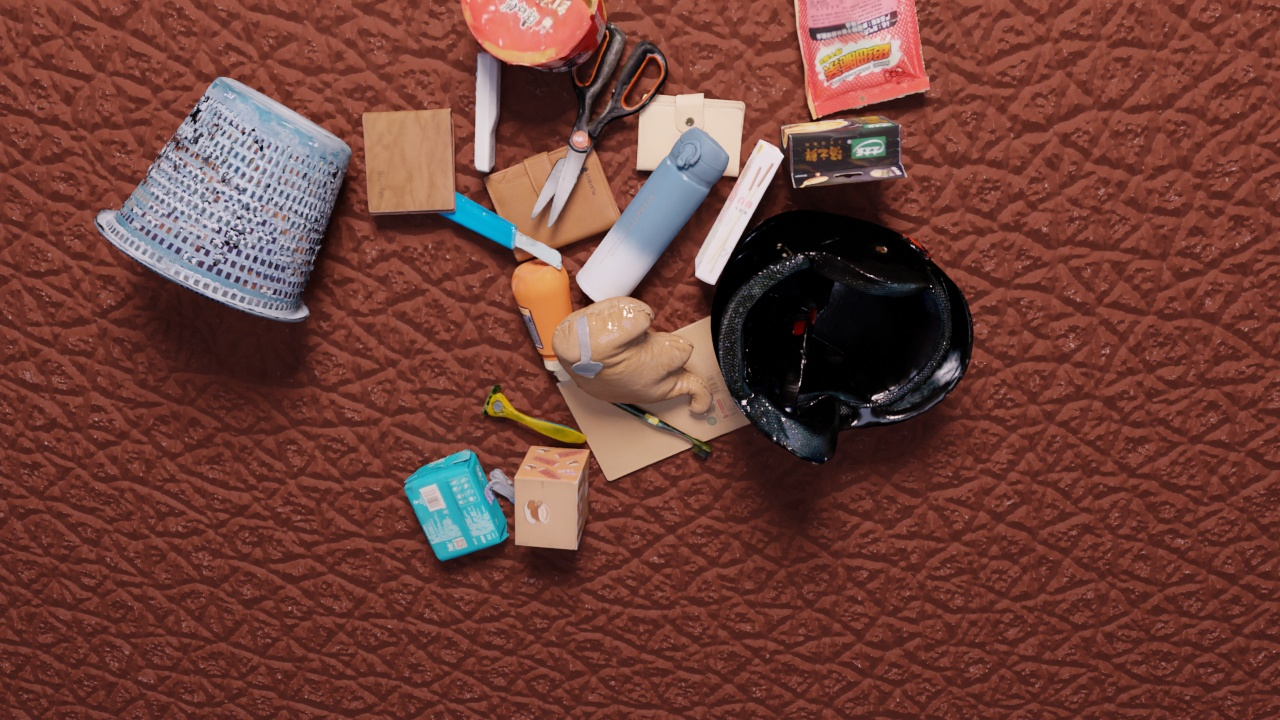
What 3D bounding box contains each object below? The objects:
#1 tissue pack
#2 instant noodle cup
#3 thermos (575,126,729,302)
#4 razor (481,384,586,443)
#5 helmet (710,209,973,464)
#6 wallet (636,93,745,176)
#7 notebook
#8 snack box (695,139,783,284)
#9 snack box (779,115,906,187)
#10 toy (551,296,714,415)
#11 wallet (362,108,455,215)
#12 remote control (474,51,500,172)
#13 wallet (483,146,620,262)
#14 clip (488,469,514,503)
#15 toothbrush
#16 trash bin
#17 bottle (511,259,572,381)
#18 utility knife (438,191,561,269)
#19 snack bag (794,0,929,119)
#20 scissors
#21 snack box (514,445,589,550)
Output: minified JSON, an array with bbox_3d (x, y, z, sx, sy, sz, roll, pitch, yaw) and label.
[{"bbox_3d":[-0.232,0.188,1.165,0.093,0.050,0.133,-18,108,7],"label":"tissue pack"},{"bbox_3d":[-0.098,-0.355,0.925,0.138,0.108,0.138,1,95,10],"label":"instant noodle cup"},{"bbox_3d":[0.013,-0.156,1.011,0.070,0.070,0.221,34,115,-9],"label":"thermos"},{"bbox_3d":[-0.129,0.074,1.130,0.132,0.028,0.043,24,105,-3],"label":"razor"},{"bbox_3d":[0.205,-0.040,0.975,0.274,0.230,0.234,13,121,-20],"label":"helmet"},{"bbox_3d":[0.055,-0.250,1.013,0.115,0.024,0.087,4,108,2],"label":"wallet"},{"bbox_3d":[0.021,0.050,1.127,0.208,0.008,0.148,-24,107,11],"label":"notebook"},{"bbox_3d":[0.106,-0.163,1.008,0.027,0.084,0.157,26,108,-4],"label":"snack box"},{"bbox_3d":[0.209,-0.221,0.961,0.113,0.125,0.053,-5,109,4],"label":"snack box"},{"bbox_3d":[-0.006,0.006,1.060,0.144,0.082,0.226,-17,145,30],"label":"toy"},{"bbox_3d":[-0.257,-0.221,1.024,0.101,0.020,0.115,-2,92,4],"label":"wallet"},{"bbox_3d":[-0.167,-0.271,1.001,0.024,0.049,0.125,5,110,-3],"label":"remote control"},{"bbox_3d":[-0.098,-0.182,1.040,0.132,0.031,0.108,-18,109,7],"label":"wallet"},{"bbox_3d":[-0.170,0.163,1.172,0.024,0.026,0.056,-42,116,17],"label":"clip"},{"bbox_3d":[0.005,0.071,1.124,0.186,0.012,0.017,28,119,-7],"label":"toothbrush"},{"bbox_3d":[-0.417,-0.178,0.974,0.226,0.226,0.195,30,95,-8],"label":"trash bin"},{"bbox_3d":[-0.104,-0.043,1.076,0.067,0.066,0.150,-10,116,6],"label":"bottle"},{"bbox_3d":[-0.176,-0.155,1.036,0.203,0.018,0.034,28,103,7],"label":"utility knife"},{"bbox_3d":[0.220,-0.365,0.947,0.129,0.073,0.208,-12,114,11],"label":"snack bag"},{"bbox_3d":[-0.045,-0.246,0.992,0.161,0.021,0.234,3,96,1],"label":"scissors"},{"bbox_3d":[-0.108,0.167,1.127,0.077,0.094,0.093,4,110,5],"label":"snack box"}]
